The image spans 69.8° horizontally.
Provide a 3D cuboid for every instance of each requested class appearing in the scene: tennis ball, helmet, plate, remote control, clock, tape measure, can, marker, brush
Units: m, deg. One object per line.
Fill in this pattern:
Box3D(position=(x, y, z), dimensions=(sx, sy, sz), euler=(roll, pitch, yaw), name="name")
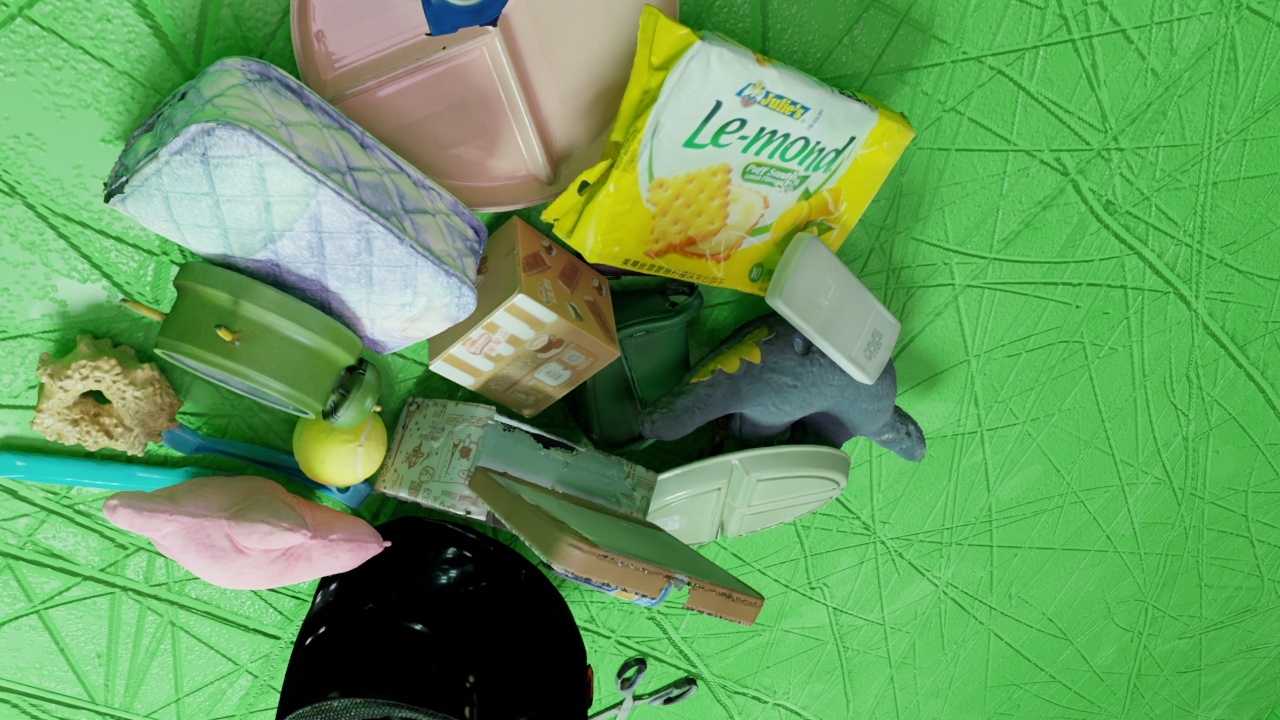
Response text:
Box3D(position=(-0.218, 0.059, 0.667), dimensions=(0.065, 0.065, 0.066), euler=(-12, 130, -15), name="tennis ball")
Box3D(position=(-0.157, 0.256, 0.747), dimensions=(0.234, 0.229, 0.275), euler=(-5, 155, 15), name="helmet")
Box3D(position=(0.076, 0.127, 0.812), dimensions=(0.230, 0.027, 0.230), euler=(-11, 156, -5), name="plate")
Box3D(position=(0.145, -0.036, 0.680), dimensions=(0.150, 0.021, 0.058), euler=(35, 80, -43), name="remote control")
Box3D(position=(-0.230, -0.002, 0.578), dimensions=(0.161, 0.116, 0.056), euler=(45, 63, -56), name="clock")
Box3D(position=(-0.097, -0.209, 0.497), dimensions=(0.054, 0.025, 0.058), euler=(-17, 135, -14), name="tape measure")
Box3D(position=(-0.031, 0.191, 0.865), dimensions=(0.134, 0.053, 0.053), euler=(31, 109, -39), name="can")
Box3D(position=(0.015, -0.072, 0.697), dimensions=(0.132, 0.022, 0.020), euler=(-2, 171, -22), name="marker")
Box3D(position=(-0.087, -0.197, 0.547), dimensions=(0.229, 0.028, 0.230), euler=(-12, 129, -15), name="plate")
Box3D(position=(-0.300, 0.057, 0.652), dimensions=(0.083, 0.046, 0.254), euler=(-47, 134, 11), name="brush")

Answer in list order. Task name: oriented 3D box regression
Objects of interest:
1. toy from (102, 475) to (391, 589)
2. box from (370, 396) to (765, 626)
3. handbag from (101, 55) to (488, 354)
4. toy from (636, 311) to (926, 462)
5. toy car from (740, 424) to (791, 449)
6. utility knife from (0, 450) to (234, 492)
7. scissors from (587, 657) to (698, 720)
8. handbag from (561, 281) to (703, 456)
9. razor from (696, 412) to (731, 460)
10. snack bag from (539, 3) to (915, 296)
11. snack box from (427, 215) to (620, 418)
Box3D(position=(-0.271, 0.128, 0.661), dimensions=(0.178, 0.074, 0.195), euler=(9, 159, -11), name="toy")
Box3D(position=(-0.050, 0.100, 0.645), dimensions=(0.178, 0.263, 0.088), euler=(26, 75, -37), name="box")
Box3D(position=(-0.193, -0.083, 0.543), dimensions=(0.134, 0.075, 0.194), euler=(-21, 139, 32), name="handbag")
Box3D(position=(0.145, 0.023, 0.772), dimensions=(0.355, 0.091, 0.138), euler=(12, 94, -41), name="toy")
Box3D(position=(0.125, 0.097, 0.876), dimensions=(0.049, 0.031, 0.106), euler=(-20, 133, -8), name="toy car")
Box3D(position=(-0.388, 0.076, 0.639), dimensions=(0.192, 0.013, 0.029), euler=(12, 119, -33), name="utility knife")
Box3D(position=(-0.013, 0.405, 1.075), dimensions=(0.159, 0.014, 0.177), euler=(5, 127, -25), name="scissors")
Box3D(position=(-0.004, 0.004, 0.725), dimensions=(0.120, 0.068, 0.131), euler=(-21, 131, -19), name="handbag")
Box3D(position=(0.060, 0.088, 0.846), dimensions=(0.042, 0.022, 0.143), euler=(13, 120, -30), name="razor")
Box3D(position=(0.064, -0.129, 0.622), dimensions=(0.246, 0.068, 0.158), euler=(6, 125, -40), name="snack bag")
Box3D(position=(-0.082, -0.028, 0.637), dimensions=(0.093, 0.077, 0.094), euler=(-35, 134, 27), name="snack box")
